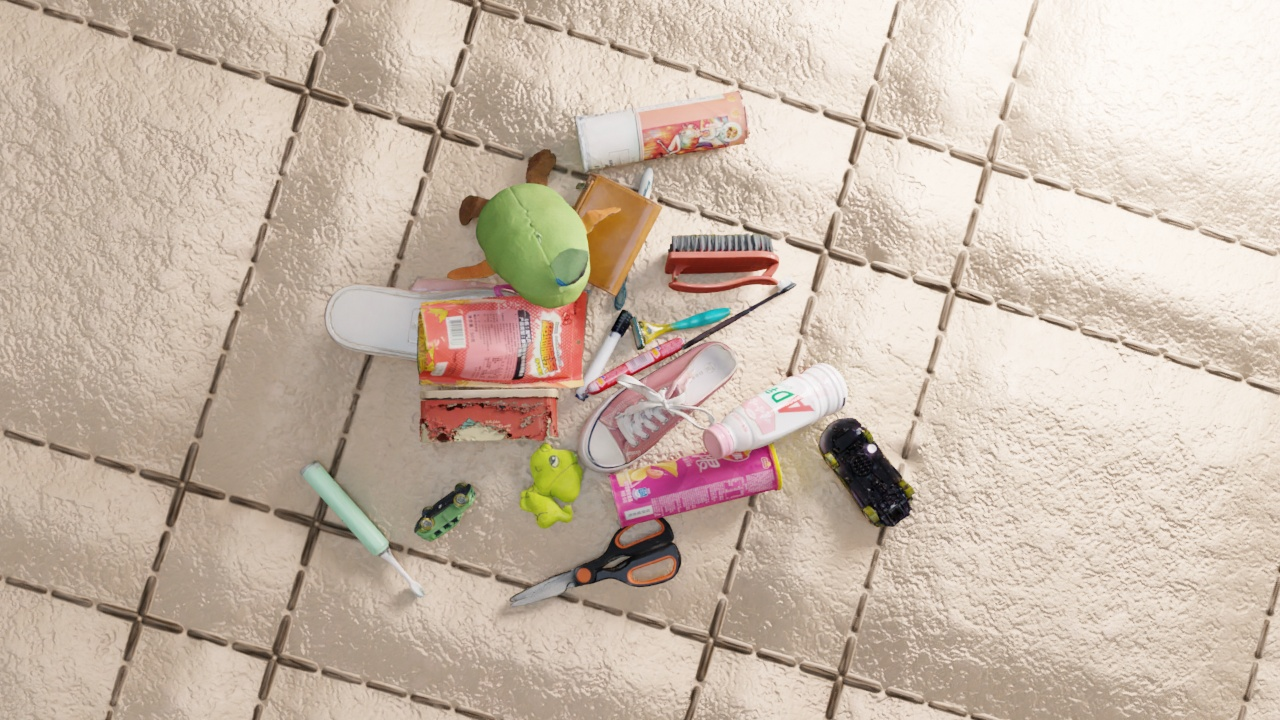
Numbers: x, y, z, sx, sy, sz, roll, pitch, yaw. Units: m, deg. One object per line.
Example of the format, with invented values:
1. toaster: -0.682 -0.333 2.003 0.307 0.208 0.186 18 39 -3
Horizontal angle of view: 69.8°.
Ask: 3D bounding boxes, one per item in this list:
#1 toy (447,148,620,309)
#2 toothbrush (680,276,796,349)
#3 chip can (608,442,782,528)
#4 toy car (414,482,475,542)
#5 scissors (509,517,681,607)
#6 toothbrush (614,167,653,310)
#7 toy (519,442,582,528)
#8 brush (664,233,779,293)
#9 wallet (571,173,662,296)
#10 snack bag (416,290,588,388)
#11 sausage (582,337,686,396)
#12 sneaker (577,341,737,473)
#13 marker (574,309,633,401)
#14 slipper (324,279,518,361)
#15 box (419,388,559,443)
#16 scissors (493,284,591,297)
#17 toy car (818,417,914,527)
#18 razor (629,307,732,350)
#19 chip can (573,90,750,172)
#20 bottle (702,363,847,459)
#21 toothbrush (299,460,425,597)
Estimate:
1. toy: -0.133 -0.151 1.122 0.227 0.090 0.246 -26 51 -3
2. toothbrush: 0.126 -0.060 1.180 0.181 0.016 0.018 -31 85 -15
3. chip can: 0.068 0.153 1.161 0.210 0.071 0.071 -13 89 -2
4. toy car: -0.245 0.192 1.161 0.091 0.043 0.036 -39 106 5
5. scissors: -0.065 0.258 1.182 0.235 0.022 0.136 0 81 2
6. toothbrush: -0.009 -0.158 1.192 0.016 0.018 0.191 13 89 -3
7. toy: -0.111 0.160 1.174 0.100 0.031 0.096 -44 90 2
8. brush: 0.106 -0.122 1.174 0.146 0.063 0.069 -2 77 -4
9. wallet: -0.054 -0.166 1.176 0.119 0.035 0.130 28 92 12
10. snack bag: -0.165 -0.023 1.120 0.207 0.073 0.129 -3 111 -20
11. sausage: -0.007 0.007 1.180 0.155 0.020 0.020 -27 90 -11
12. sneaker: 0.023 0.056 1.153 0.241 0.088 0.118 -36 90 -4
13. marker: -0.046 -0.006 1.187 0.022 0.018 0.130 28 87 -6
14. slipper: -0.256 -0.046 1.159 0.274 0.054 0.114 3 93 -12
15. box: -0.186 0.077 1.143 0.168 0.091 0.079 -2 86 -2
16. scissors: -0.125 -0.099 1.172 0.133 0.017 0.125 2 54 -25
17. toy car: 0.291 0.144 1.184 0.070 0.042 0.158 -35 91 -3
18. razor: 0.054 -0.048 1.186 0.132 0.028 0.043 -14 78 -6
19. chip can: 0.027 -0.294 1.170 0.214 0.071 0.071 -11 89 -3
20. bottle: 0.166 0.066 1.135 0.196 0.068 0.068 -23 89 -27
21. toothbrush: -0.349 0.216 1.165 0.224 0.027 0.026 48 58 0
